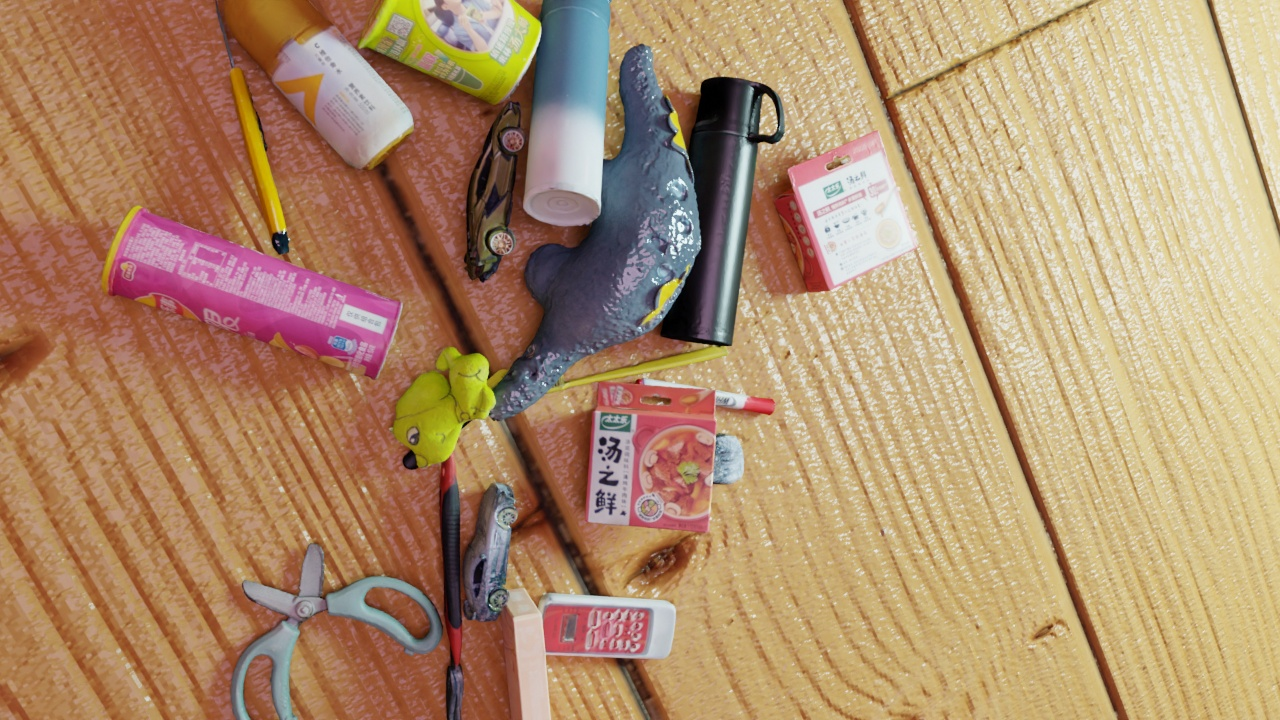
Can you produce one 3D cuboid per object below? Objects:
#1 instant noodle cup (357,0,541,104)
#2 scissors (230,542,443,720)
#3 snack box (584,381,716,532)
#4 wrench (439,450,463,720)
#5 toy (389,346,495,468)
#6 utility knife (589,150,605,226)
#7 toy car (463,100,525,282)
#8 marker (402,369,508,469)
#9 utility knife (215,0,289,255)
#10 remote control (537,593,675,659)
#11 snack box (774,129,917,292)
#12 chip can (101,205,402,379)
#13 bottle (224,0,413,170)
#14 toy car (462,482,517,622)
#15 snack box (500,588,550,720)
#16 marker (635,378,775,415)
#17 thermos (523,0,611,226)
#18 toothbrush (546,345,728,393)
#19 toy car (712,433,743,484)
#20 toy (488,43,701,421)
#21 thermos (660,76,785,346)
[{"bbox_3d":[-0.152,-0.276,0.759,0.123,0.112,0.111,27,83,-26],"label":"instant noodle cup"},{"bbox_3d":[-0.257,0.244,0.775,0.170,0.019,0.171,12,86,-12],"label":"scissors"},{"bbox_3d":[0.010,0.086,0.835,0.113,0.044,0.127,3,91,5],"label":"snack box"},{"bbox_3d":[-0.164,0.212,0.799,0.016,0.056,0.273,-2,88,-22],"label":"wrench"},{"bbox_3d":[-0.170,0.038,0.784,0.100,0.031,0.096,-17,75,14],"label":"toy"},{"bbox_3d":[-0.042,-0.181,0.842,0.031,0.021,0.204,-13,103,-20],"label":"utility knife"},{"bbox_3d":[-0.126,-0.146,0.788,0.042,0.070,0.158,9,86,-17],"label":"toy car"},{"bbox_3d":[-0.160,0.052,0.810,0.124,0.015,0.018,-43,100,-13],"label":"marker"},{"bbox_3d":[-0.310,-0.188,0.732,0.015,0.033,0.216,-15,90,-29],"label":"utility knife"},{"bbox_3d":[-0.032,0.250,0.860,0.136,0.020,0.056,9,88,-19],"label":"remote control"},{"bbox_3d":[0.202,-0.148,0.917,0.113,0.044,0.127,-25,101,-17],"label":"snack box"},{"bbox_3d":[-0.301,-0.049,0.728,0.210,0.071,0.071,21,85,-20],"label":"chip can"},{"bbox_3d":[-0.266,-0.242,0.734,0.068,0.068,0.189,-45,105,-13],"label":"bottle"},{"bbox_3d":[-0.133,0.167,0.803,0.036,0.054,0.120,9,88,-22],"label":"toy car"},{"bbox_3d":[-0.099,0.287,0.804,0.026,0.084,0.157,-5,94,-16],"label":"snack box"},{"bbox_3d":[0.063,0.035,0.889,0.145,0.017,0.017,10,88,-20],"label":"marker"},{"bbox_3d":[-0.061,-0.224,0.779,0.070,0.070,0.220,9,70,-20],"label":"thermos"},{"bbox_3d":[-0.005,0.005,0.862,0.190,0.016,0.017,-11,110,-19],"label":"toothbrush"},{"bbox_3d":[0.051,0.101,0.879,0.105,0.031,0.049,-9,93,-17],"label":"toy car"},{"bbox_3d":[-0.023,-0.096,0.804,0.138,0.091,0.356,24,87,2],"label":"toy"},{"bbox_3d":[0.077,-0.136,0.850,0.068,0.090,0.242,9,90,-52],"label":"thermos"}]
